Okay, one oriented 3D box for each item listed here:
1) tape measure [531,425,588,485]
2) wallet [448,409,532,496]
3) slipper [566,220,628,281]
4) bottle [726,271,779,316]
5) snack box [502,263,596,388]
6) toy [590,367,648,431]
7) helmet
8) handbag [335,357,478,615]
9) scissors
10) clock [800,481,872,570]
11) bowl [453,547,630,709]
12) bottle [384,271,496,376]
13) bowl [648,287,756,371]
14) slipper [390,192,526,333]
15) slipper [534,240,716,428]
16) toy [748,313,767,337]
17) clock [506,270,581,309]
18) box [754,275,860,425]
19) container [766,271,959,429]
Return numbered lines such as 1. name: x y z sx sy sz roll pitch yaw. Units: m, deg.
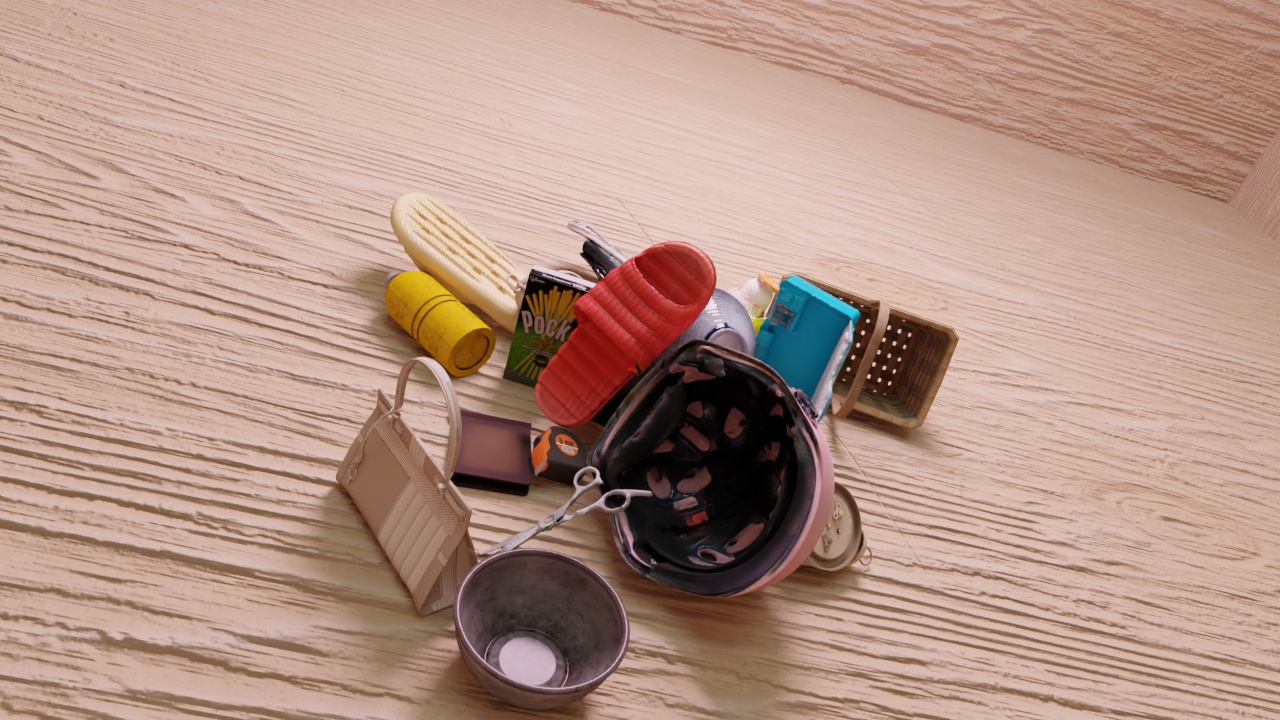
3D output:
1. tape measure: -0.090 0.103 0.975 0.058 0.038 0.058 20 35 -35
2. wallet: -0.161 0.095 0.976 0.091 0.018 0.115 11 30 -14
3. slipper: -0.014 -0.106 1.300 0.264 0.063 0.111 37 3 8
4. bottle: 0.135 -0.069 1.217 0.063 0.109 0.063 33 26 -19
5. snack box: -0.105 -0.032 1.070 0.080 0.148 0.025 18 32 -3
6. toy: -0.006 0.006 1.070 0.159 0.140 0.183 27 33 11
7. helmet: 0.084 0.118 0.902 0.255 0.230 0.152 41 6 40
8. handbag: -0.190 0.086 0.798 0.062 0.198 0.175 -12 44 -40
9. scissors: -0.071 0.153 0.859 0.118 0.014 0.161 18 52 36
10. clock: 0.198 0.184 0.981 0.140 0.055 0.092 34 64 -25
11. bowl: -0.087 0.231 0.758 0.145 0.067 0.144 14 33 -9
12. bottle: -0.251 -0.054 1.102 0.164 0.071 0.070 39 37 28
13. bowl: 0.079 -0.010 0.992 0.137 0.137 0.057 3 6 -25
14. slipper: -0.226 -0.106 1.191 0.261 0.079 0.111 39 33 -4
15. slipper: -0.027 -0.028 0.959 0.103 0.249 0.059 47 13 12
16. toy: 0.162 -0.020 1.176 0.094 0.093 0.036 -6 32 36
17. clock: -0.106 -0.072 1.149 0.156 0.061 0.103 29 45 -44
18. box: 0.176 0.040 1.033 0.085 0.228 0.170 2 35 -27
19. container: 0.283 -0.012 1.222 0.250 0.158 0.186 19 12 0
